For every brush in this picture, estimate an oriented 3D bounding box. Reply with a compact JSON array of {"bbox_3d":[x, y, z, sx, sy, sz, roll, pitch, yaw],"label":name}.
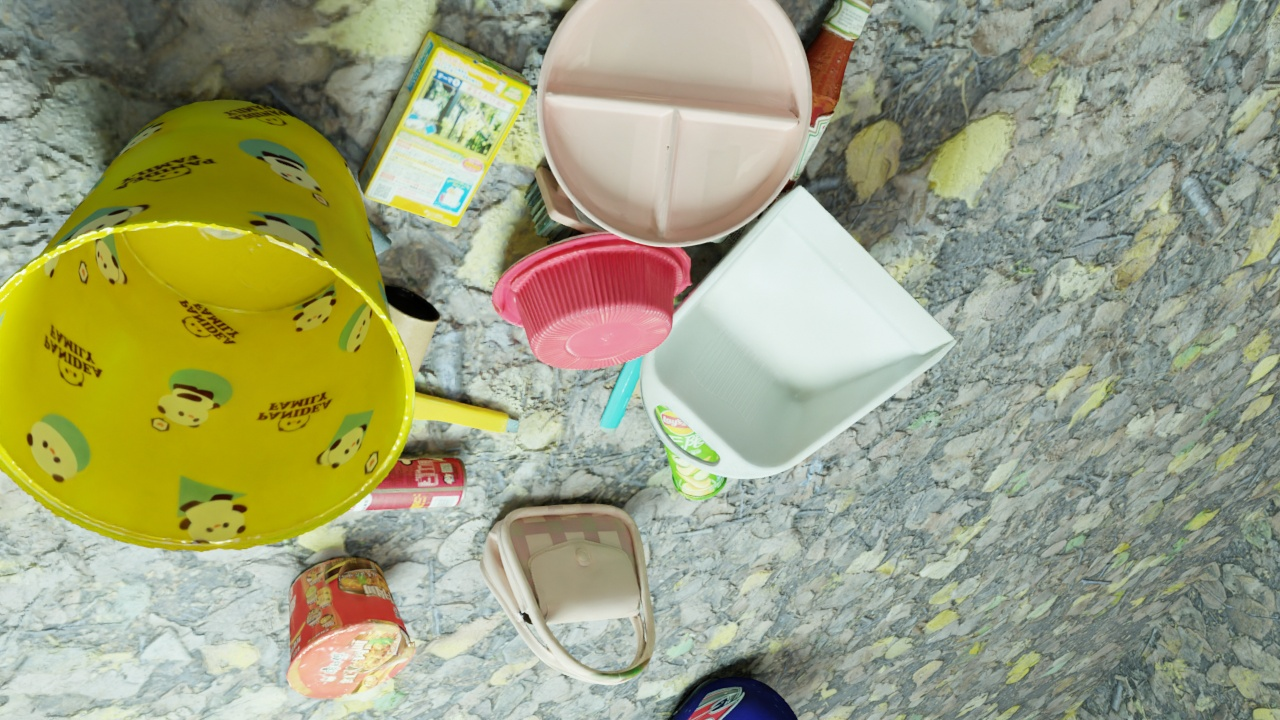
[{"bbox_3d":[-0.031,-0.130,0.840,0.145,0.063,0.073,19,128,-42],"label":"brush"}]

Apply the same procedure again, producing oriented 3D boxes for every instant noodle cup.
[{"bbox_3d":[-0.039,-0.045,0.865,0.194,0.065,0.194,-11,157,-5],"label":"instant noodle cup"},{"bbox_3d":[-0.340,0.301,1.048,0.137,0.108,0.138,-17,137,-16],"label":"instant noodle cup"}]

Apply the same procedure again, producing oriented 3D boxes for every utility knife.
[{"bbox_3d":[-0.006,0.006,1.026,0.029,0.013,0.219,1,132,-28],"label":"utility knife"},{"bbox_3d":[-0.194,0.056,0.964,0.171,0.015,0.033,18,125,-42],"label":"utility knife"}]

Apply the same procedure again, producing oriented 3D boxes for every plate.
[{"bbox_3d":[0.029,-0.209,0.759,0.229,0.028,0.230,-3,109,-9],"label":"plate"}]

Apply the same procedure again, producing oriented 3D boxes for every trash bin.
[{"bbox_3d":[-0.276,-0.044,0.614,0.229,0.255,0.230,-9,127,-12],"label":"trash bin"}]

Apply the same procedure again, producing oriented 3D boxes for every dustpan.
[{"bbox_3d":[0.128,0.003,0.917,0.222,0.142,0.259,43,142,-8],"label":"dustpan"}]

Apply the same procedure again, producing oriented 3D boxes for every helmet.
[{"bbox_3d":[0.138,0.707,1.614,0.315,0.247,0.240,-40,157,-2],"label":"helmet"}]

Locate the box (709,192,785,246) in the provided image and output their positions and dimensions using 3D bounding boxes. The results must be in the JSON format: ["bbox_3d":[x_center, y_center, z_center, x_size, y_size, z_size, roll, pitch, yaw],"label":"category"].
[{"bbox_3d":[0.118,-0.142,0.928,0.164,0.051,0.068,3,115,-31],"label":"box"}]

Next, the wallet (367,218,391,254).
[{"bbox_3d":[-0.284,-0.094,0.763,0.121,0.019,0.097,-33,139,6],"label":"wallet"}]

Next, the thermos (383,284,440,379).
[{"bbox_3d":[-0.242,0.006,0.839,0.093,0.093,0.143,18,111,-41],"label":"thermos"}]

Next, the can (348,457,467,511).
[{"bbox_3d":[-0.255,0.131,0.972,0.132,0.053,0.053,2,129,-32],"label":"can"}]

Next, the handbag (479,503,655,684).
[{"bbox_3d":[-0.070,0.283,1.092,0.193,0.234,0.094,4,129,-34],"label":"handbag"}]

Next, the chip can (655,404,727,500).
[{"bbox_3d":[0.058,0.084,1.096,0.072,0.072,0.221,-24,139,-8],"label":"chip can"}]

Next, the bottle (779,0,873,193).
[{"bbox_3d":[0.158,-0.254,0.834,0.059,0.059,0.206,6,123,-35],"label":"bottle"}]

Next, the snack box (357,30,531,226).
[{"bbox_3d":[-0.159,-0.182,0.739,0.086,0.033,0.141,14,124,-39],"label":"snack box"}]
